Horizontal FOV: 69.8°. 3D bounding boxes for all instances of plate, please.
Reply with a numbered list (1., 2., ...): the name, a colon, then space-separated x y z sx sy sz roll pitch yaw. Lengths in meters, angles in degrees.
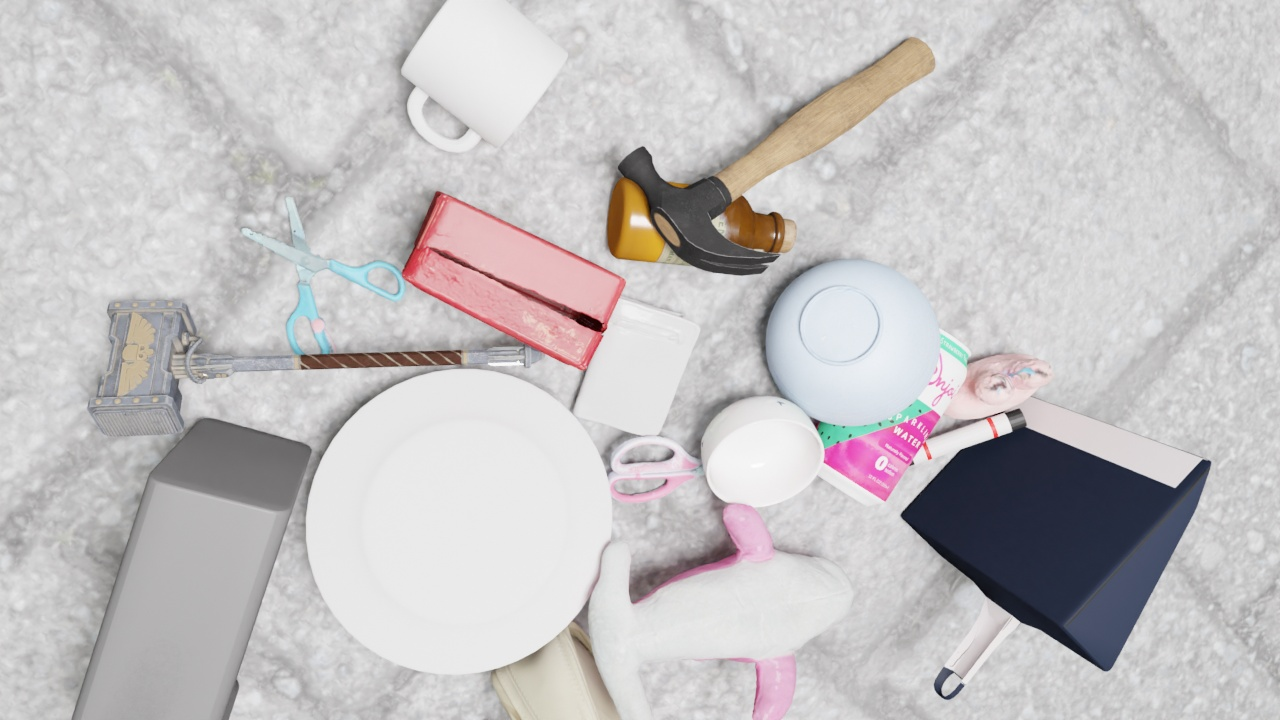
1. plate: -0.137 0.127 0.729 0.242 0.016 0.242 1 86 -17

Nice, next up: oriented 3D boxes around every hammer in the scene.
1. hammer: 0.138 -0.183 0.758 0.304 0.040 0.132 -36 86 -20
2. hammer: -0.236 0.001 0.707 0.321 0.098 0.044 -2 146 -12

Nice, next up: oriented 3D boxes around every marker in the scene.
1. marker: 0.294 0.079 0.879 0.146 0.019 0.019 -21 106 11

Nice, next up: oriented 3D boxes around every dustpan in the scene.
1. dustpan: 0.338 0.178 0.814 0.273 0.236 0.080 -47 109 -2

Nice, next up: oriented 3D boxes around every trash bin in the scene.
1. trash bin: -0.327 0.175 0.674 0.097 0.192 0.220 18 94 -17

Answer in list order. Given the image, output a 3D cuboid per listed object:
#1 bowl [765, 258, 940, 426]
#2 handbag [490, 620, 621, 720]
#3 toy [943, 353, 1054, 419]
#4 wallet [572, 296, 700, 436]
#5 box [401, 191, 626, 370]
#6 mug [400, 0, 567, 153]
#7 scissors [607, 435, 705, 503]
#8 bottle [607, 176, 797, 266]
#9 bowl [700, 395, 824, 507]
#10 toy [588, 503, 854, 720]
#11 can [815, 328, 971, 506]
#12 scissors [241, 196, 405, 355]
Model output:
1. bowl: 0.174 -0.022 0.778 0.151 0.074 0.150 -4 78 20
2. handbag: -0.046 0.363 0.796 0.132 0.184 0.229 -36 124 -2
3. toy: 0.332 0.022 0.853 0.108 0.105 0.053 -19 84 -2
4. wallet: -0.005 0.005 0.801 0.086 0.032 0.116 21 104 -16
5. box: -0.103 -0.060 0.714 0.158 0.129 0.087 25 95 -17
6. mug: -0.127 -0.214 0.700 0.090 0.091 0.121 36 108 -18
7. scissors: 0.053 0.097 0.836 0.174 0.017 0.077 0 123 -18
8. bottle: 0.055 -0.112 0.774 0.157 0.068 0.068 4 100 -15
9. bowl: 0.102 0.074 0.802 0.105 0.054 0.105 -6 129 -8
10. toy: 0.066 0.226 0.811 0.265 0.128 0.186 -2 77 -30
11. can: 0.223 0.045 0.836 0.088 0.088 0.166 32 92 -18
12. scissors: -0.248 -0.067 0.737 0.125 0.015 0.136 -12 109 -12
